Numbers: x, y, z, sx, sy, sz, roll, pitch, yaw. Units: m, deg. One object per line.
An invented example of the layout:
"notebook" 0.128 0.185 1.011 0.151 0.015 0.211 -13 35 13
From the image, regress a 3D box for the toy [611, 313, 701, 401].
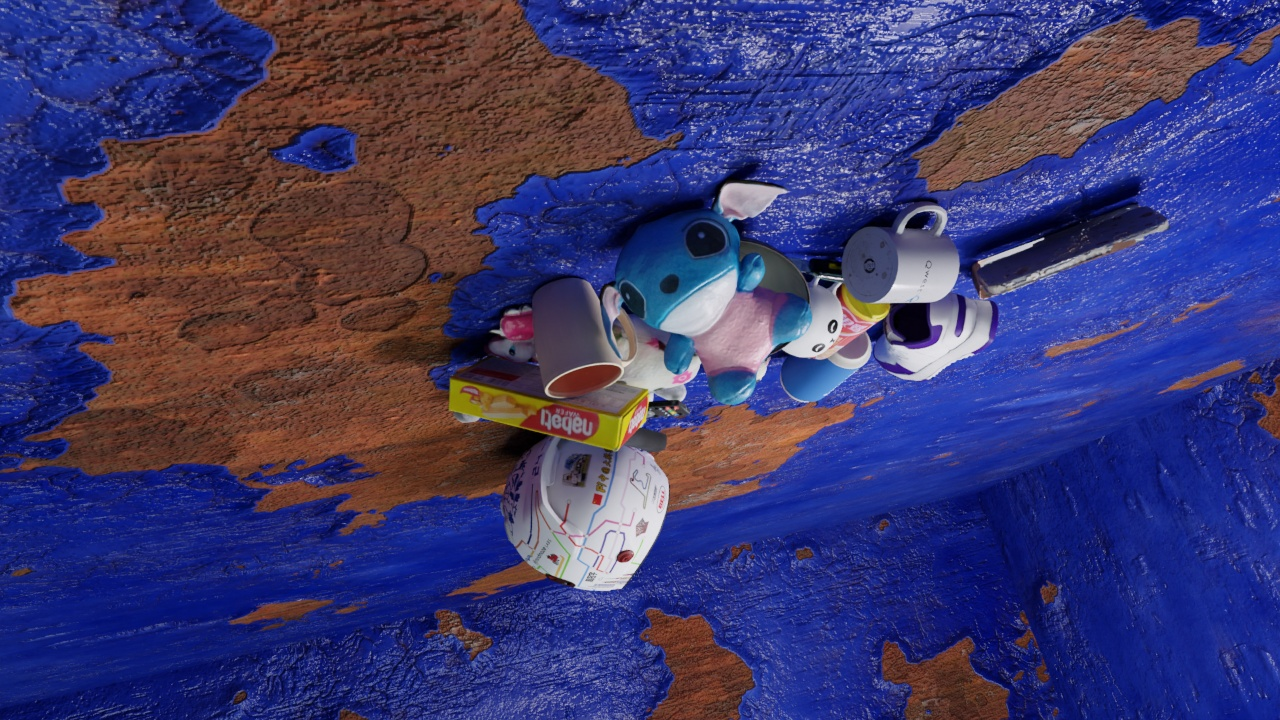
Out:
"toy" -0.006 0.006 1.088 0.137 0.085 0.210 13 159 -14

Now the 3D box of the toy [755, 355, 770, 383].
"toy" 0.137 0.017 1.297 0.112 0.050 0.087 -2 157 -47

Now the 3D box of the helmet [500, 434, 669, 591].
"helmet" -0.093 0.224 1.404 0.236 0.230 0.315 15 150 -5

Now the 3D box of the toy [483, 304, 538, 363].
"toy" -0.133 -0.019 0.992 0.065 0.050 0.103 -4 153 -17

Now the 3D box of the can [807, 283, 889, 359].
"can" 0.250 -0.055 1.153 0.066 0.066 0.125 -5 158 -29

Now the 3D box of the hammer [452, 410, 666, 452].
"hammer" -0.082 0.085 1.212 0.140 0.035 0.312 -8 162 41

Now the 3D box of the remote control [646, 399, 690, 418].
"remote control" -0.014 0.056 1.084 0.141 0.021 0.045 -3 162 21

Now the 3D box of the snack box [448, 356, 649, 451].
"snack box" -0.099 0.043 1.000 0.201 0.042 0.092 12 -160 16

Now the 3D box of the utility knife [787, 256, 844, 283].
"utility knife" 0.226 -0.100 1.045 0.233 0.028 0.020 3 147 -31

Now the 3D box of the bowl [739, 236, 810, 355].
"bowl" 0.100 -0.075 0.959 0.151 0.056 0.151 4 127 5

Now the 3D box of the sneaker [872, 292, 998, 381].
"sneaker" 0.375 -0.035 1.276 0.111 0.091 0.245 13 163 -15

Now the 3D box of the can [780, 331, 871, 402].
"can" 0.258 0.001 1.290 0.078 0.079 0.146 -8 159 -21

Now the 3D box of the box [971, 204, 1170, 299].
"box" 0.535 -0.135 1.162 0.217 0.071 0.156 -21 -172 14

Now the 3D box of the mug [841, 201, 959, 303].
"mug" 0.294 -0.120 1.011 0.096 0.083 0.120 -3 129 -32

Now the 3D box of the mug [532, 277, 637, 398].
"mug" -0.056 -0.026 0.942 0.111 0.104 0.085 -5 158 -31

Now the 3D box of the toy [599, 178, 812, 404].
"toy" 0.074 -0.066 0.875 0.191 0.098 0.224 41 105 -18

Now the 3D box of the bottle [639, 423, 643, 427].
"bottle" -0.031 0.069 1.300 0.048 0.048 0.131 -19 160 8

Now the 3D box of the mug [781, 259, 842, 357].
"mug" 0.204 -0.063 1.088 0.076 0.090 0.124 15 113 -42
